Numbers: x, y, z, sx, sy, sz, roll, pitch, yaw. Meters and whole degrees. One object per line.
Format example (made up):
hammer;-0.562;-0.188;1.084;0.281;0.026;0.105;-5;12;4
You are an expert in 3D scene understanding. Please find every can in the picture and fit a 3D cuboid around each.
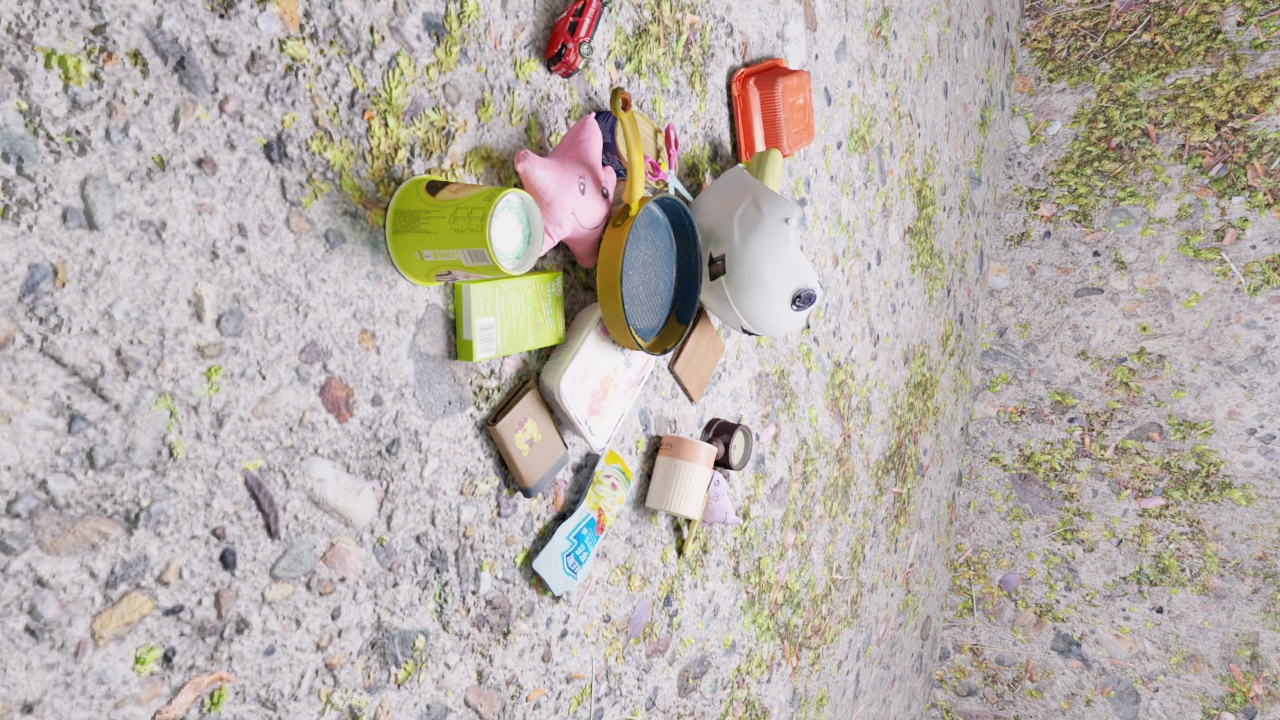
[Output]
can;-0.009;-0.266;1.165;0.148;0.049;0.074;25;75;-55
can;0.000;-0.188;1.183;0.116;0.059;0.058;25;75;-56

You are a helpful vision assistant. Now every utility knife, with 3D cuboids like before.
utility knife;0.085;0.227;1.365;0.030;0.020;0.188;-77;177;-53

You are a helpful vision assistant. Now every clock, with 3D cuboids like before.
clock;0.131;0.141;1.442;0.121;0.055;0.082;-45;131;-42

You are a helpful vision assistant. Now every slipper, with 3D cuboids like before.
slipper;0.170;-0.254;1.417;0.191;0.081;0.091;84;15;-70

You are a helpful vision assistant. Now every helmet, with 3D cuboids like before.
helmet;0.140;-0.134;1.295;0.146;0.229;0.259;-24;131;-8

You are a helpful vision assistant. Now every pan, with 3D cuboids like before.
pan;0.005;-0.157;1.061;0.197;0.078;0.358;-61;143;-33

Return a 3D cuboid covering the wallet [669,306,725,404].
wallet;0.087;-0.007;1.385;0.115;0.020;0.101;-62;142;-25

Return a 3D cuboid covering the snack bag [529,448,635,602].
snack bag;-0.069;0.211;1.169;0.190;0.039;0.110;-60;151;-31

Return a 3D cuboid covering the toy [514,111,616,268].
toy;-0.083;-0.195;1.036;0.194;0.075;0.178;1;103;-62

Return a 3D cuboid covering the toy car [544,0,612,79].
toy car;-0.071;-0.382;1.046;0.045;0.053;0.120;28;75;-29

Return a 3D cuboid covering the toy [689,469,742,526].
toy;0.104;0.210;1.398;0.038;0.084;0.108;-76;152;-57

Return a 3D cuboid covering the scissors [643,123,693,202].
scissors;0.039;-0.242;1.178;0.133;0.017;0.131;31;65;-54

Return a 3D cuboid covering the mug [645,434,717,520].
mug;0.058;0.170;1.326;0.114;0.082;0.105;83;22;-78

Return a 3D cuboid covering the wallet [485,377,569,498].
wallet;-0.128;0.090;1.063;0.090;0.033;0.115;-51;132;-38

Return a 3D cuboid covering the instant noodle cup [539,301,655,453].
instant noodle cup;-0.059;0.011;1.128;0.173;0.060;0.138;-62;141;-32

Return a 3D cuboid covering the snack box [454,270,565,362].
snack box;-0.142;-0.052;1.020;0.156;0.026;0.086;-17;110;-54

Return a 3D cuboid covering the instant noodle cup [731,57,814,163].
instant noodle cup;0.217;-0.393;1.462;0.188;0.079;0.165;-35;122;-46

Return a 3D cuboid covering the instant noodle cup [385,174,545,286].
instant noodle cup;-0.162;-0.125;0.887;0.111;0.124;0.112;-13;106;-55
